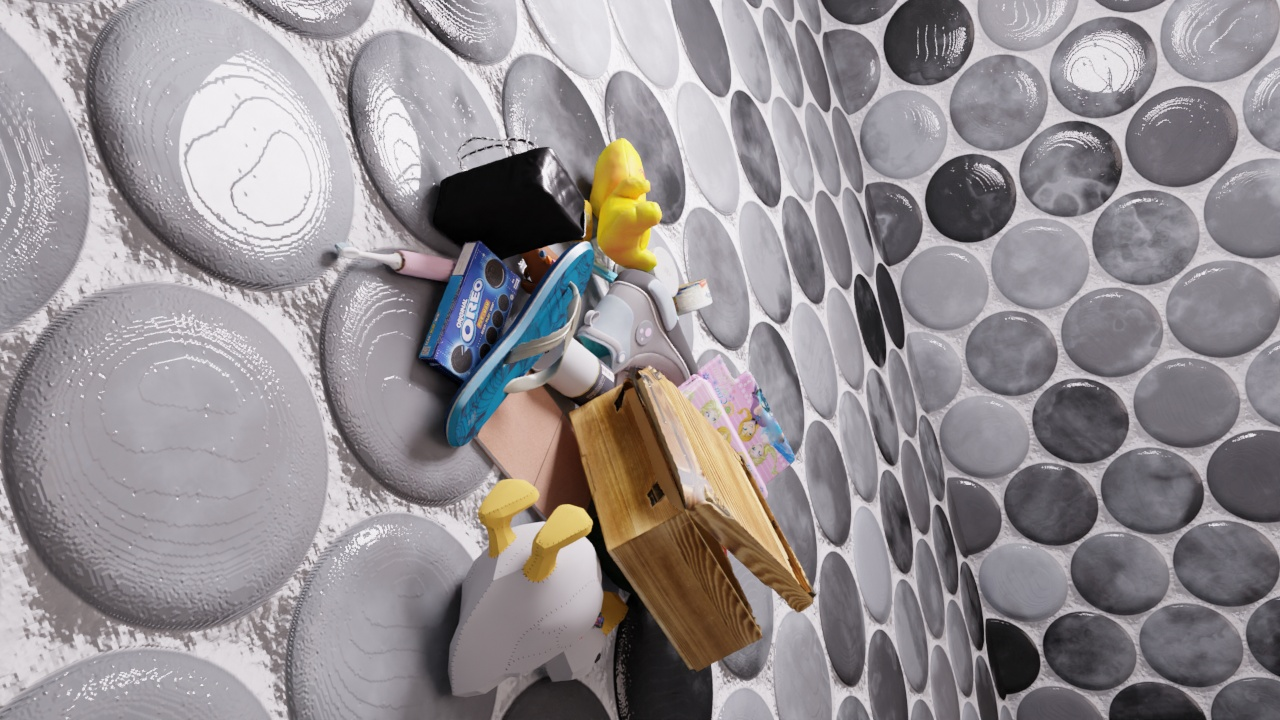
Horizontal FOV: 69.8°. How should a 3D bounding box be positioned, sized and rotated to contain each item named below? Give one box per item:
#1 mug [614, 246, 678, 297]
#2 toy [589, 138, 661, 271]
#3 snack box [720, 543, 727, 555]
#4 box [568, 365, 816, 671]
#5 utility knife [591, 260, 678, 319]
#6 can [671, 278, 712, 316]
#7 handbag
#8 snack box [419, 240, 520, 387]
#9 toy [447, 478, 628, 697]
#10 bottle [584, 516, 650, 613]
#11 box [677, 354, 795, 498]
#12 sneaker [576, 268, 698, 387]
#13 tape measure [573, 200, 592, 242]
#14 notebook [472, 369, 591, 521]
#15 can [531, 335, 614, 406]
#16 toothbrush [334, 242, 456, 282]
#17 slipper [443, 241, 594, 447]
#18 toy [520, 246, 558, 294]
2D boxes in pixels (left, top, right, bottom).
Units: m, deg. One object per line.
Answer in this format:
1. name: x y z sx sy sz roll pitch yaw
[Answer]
1. mug: 0.008 -0.114 1.384 0.084 0.071 0.113 48 38 -41
2. toy: -0.028 -0.217 1.323 0.135 0.087 0.193 92 -11 -48
3. snack box: 0.068 0.204 1.357 0.113 0.060 0.236 12 67 -61
4. box: 0.050 0.167 1.102 0.247 0.176 0.279 58 6 -32
5. utility knife: -0.011 -0.101 1.330 0.169 0.015 0.022 31 42 -19
6. can: 0.069 -0.100 1.470 0.086 0.086 0.043 -31 105 -60
7. handbag: -0.144 -0.187 1.066 0.125 0.154 0.114 46 36 -50
8. snack box: -0.187 -0.049 1.018 0.082 0.027 0.150 44 54 -50
9. toy: -0.106 0.258 0.958 0.245 0.141 0.268 -36 135 -42
10. bottle: -0.013 0.274 1.189 0.174 0.055 0.055 59 33 -31
11. box: 0.135 0.110 1.329 0.159 0.035 0.230 -39 115 -19
12. sneaker: -0.007 0.007 1.305 0.160 0.093 0.257 -48 136 -31
13. tape measure: -0.092 -0.197 1.282 0.059 0.030 0.068 26 53 -55
14. notebook: -0.119 0.112 1.120 0.209 0.008 0.141 56 34 -32
15. can: -0.089 0.010 1.159 0.127 0.064 0.064 41 44 -47
16. toothbrush: -0.238 -0.103 0.984 0.026 0.027 0.222 40 16 26
17. slipper: -0.117 -0.012 1.032 0.294 0.060 0.118 -56 169 -32
18. toy: -0.120 -0.130 1.136 0.070 0.103 0.090 -35 95 -21
